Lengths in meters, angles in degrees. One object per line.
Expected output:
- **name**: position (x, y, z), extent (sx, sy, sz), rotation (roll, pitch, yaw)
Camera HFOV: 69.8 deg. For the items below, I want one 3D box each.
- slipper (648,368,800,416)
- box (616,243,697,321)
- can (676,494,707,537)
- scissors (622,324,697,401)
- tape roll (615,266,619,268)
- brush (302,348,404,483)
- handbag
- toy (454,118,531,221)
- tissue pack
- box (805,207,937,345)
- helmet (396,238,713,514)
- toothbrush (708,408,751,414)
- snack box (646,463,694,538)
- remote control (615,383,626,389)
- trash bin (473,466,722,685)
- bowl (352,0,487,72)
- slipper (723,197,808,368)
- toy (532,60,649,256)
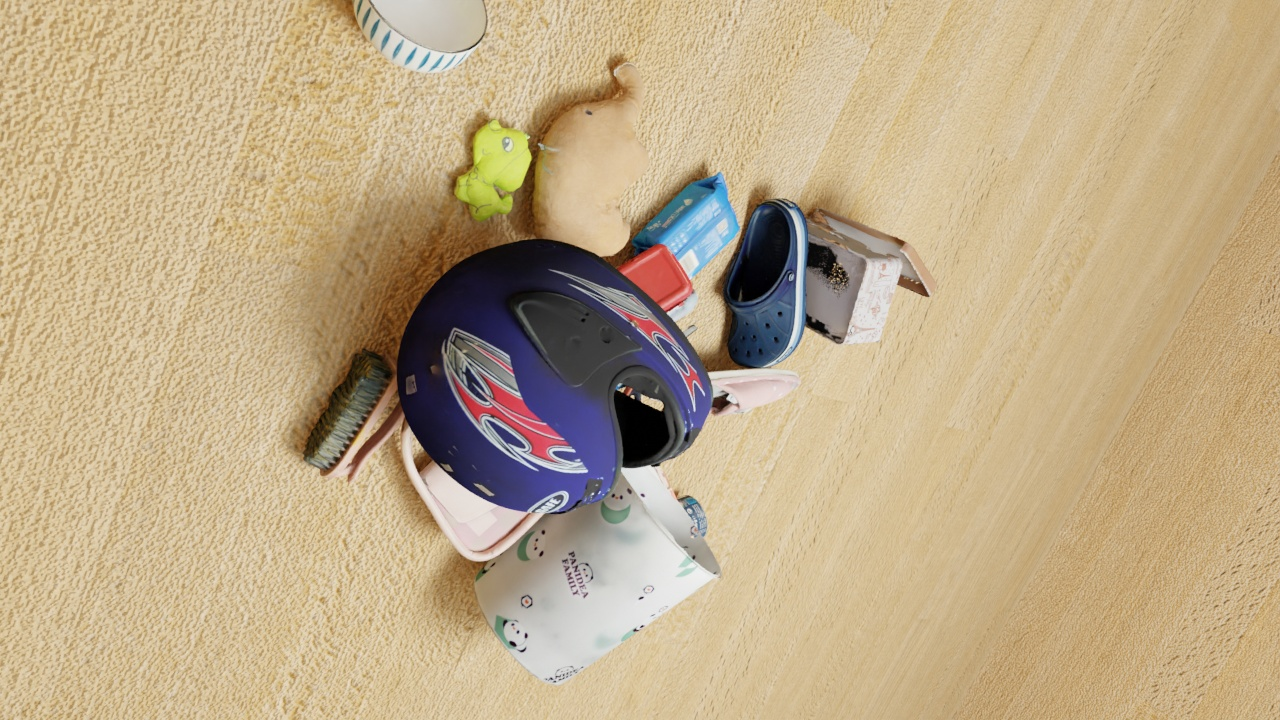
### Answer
- **slipper**: position (0.129, 0.049, 1.325), extent (0.273, 0.114, 0.054), rotation (0, 76, -40)
- **box**: position (-0.030, -0.051, 1.129), extent (0.201, 0.095, 0.101), rotation (-33, 175, 1)
- **can**: position (0.039, 0.253, 1.390), extent (0.111, 0.075, 0.075), rotation (-12, 122, -38)
- **scissors**: position (-0.017, 0.024, 1.201), extent (0.188, 0.015, 0.226), rotation (-6, 122, -30)
- **tape roll**: position (-0.031, -0.078, 1.166), extent (0.085, 0.014, 0.086), rotation (-22, 129, -31)
- **brush**: position (-0.298, 0.064, 0.978), extent (0.073, 0.063, 0.145), rotation (29, 95, -37)
- **handbag**: position (-0.194, 0.107, 1.095), extent (0.193, 0.093, 0.234), rotation (-43, 129, -14)
- **toy**: position (-0.153, -0.200, 0.968), extent (0.100, 0.031, 0.097), rotation (-43, 136, -7)
- **tissue pack**: position (0.059, -0.161, 1.167), extent (0.157, 0.052, 0.095), rotation (-44, 139, -12)
- **box**: position (0.309, -0.128, 1.322), extent (0.184, 0.183, 0.155), rotation (-4, 118, -37)
- **helmet**: position (-0.098, 0.037, 0.936), extent (0.315, 0.248, 0.239), rotation (39, 54, -7)
- **toothbrush**: position (0.105, 0.078, 1.382), extent (0.191, 0.018, 0.016), rotation (0, 116, -42)
- **snack box**: position (0.024, 0.226, 1.323), extent (0.075, 0.153, 0.026), rotation (-18, 170, -32)
- **remote control**: position (-0.007, 0.007, 1.232), extent (0.124, 0.024, 0.049), rotation (-13, 124, -35)
- **trash bin**: position (-0.062, 0.267, 1.191), extent (0.252, 0.229, 0.229), rotation (-41, 138, 5)
- **bowl**: position (-0.202, -0.304, 0.816), extent (0.116, 0.116, 0.066), rotation (-8, 164, -39)
- **slipper**: position (0.169, -0.096, 1.266), extent (0.095, 0.105, 0.253), rotation (-16, 124, -40)
- **toy**: position (-0.052, -0.220, 1.016), extent (0.143, 0.082, 0.226), rotation (-2, 113, -47)
